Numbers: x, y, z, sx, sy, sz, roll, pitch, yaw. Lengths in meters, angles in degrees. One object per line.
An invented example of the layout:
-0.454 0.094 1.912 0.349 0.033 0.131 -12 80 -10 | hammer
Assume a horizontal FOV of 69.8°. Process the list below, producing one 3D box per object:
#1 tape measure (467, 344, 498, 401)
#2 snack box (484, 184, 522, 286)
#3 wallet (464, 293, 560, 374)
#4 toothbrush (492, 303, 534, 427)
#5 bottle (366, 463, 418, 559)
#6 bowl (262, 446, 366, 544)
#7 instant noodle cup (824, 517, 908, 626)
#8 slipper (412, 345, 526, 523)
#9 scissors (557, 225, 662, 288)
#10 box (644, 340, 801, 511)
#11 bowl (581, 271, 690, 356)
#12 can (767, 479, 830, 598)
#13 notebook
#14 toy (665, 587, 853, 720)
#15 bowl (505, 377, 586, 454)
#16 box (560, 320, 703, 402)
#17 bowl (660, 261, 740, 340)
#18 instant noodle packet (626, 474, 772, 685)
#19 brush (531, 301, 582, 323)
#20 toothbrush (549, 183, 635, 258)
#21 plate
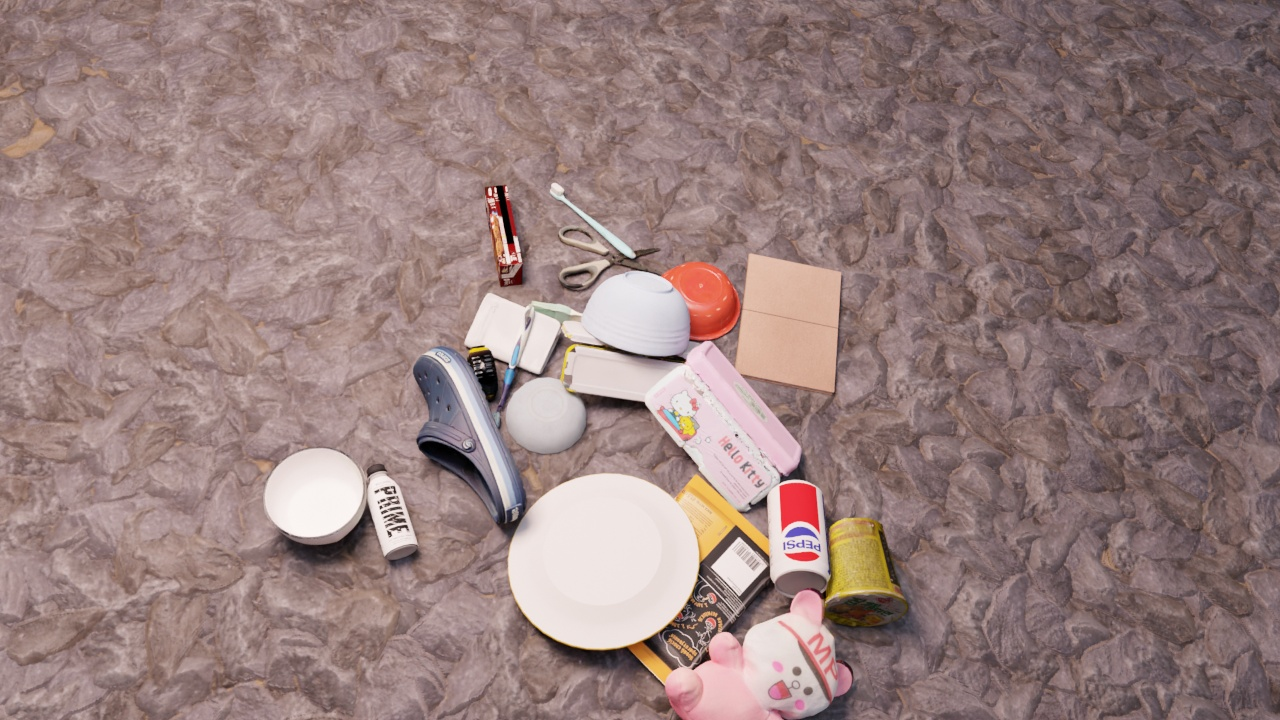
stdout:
-0.208 0.016 1.195 0.038 0.063 0.067 -9 63 -13 | tape measure
-0.196 -0.179 1.313 0.031 0.051 0.140 -8 62 -12 | snack box
-0.173 -0.034 1.249 0.116 0.032 0.086 25 71 4 | wallet
-0.170 0.010 1.209 0.016 0.017 0.188 16 72 -3 | toothbrush
-0.303 0.179 1.102 0.041 0.041 0.116 -18 64 -17 | bottle
-0.379 0.166 1.084 0.116 0.066 0.116 3 60 -6 | bowl
0.266 0.254 1.112 0.102 0.102 0.108 6 51 -4 | instant noodle cup
-0.224 0.091 1.125 0.095 0.105 0.252 -24 67 -20 | slipper
-0.056 -0.149 1.338 0.157 0.013 0.168 41 59 16 | scissors
0.106 0.085 1.189 0.201 0.103 0.100 49 21 -2 | box
0.001 -0.072 1.216 0.150 0.075 0.150 12 24 -6 | bowl
0.191 0.215 1.115 0.070 0.070 0.131 9 45 -3 | can
0.215 -0.056 1.325 0.141 0.008 0.208 11 60 -1 | notebook
0.137 0.359 1.033 0.212 0.084 0.142 -27 89 -16 | toy
-0.122 0.065 1.192 0.106 0.039 0.106 3 60 -6 | bowl
-0.007 0.006 1.232 0.210 0.080 0.084 9 101 -17 | box
0.083 -0.094 1.307 0.130 0.045 0.130 3 60 -6 | bowl
0.056 0.263 1.108 0.160 0.032 0.220 42 64 13 | instant noodle packet
-0.045 -0.052 1.275 0.217 0.033 0.012 11 60 -3 | brush
-0.071 -0.206 1.359 0.180 0.017 0.016 42 53 19 | toothbrush
-0.045 0.229 1.092 0.230 0.021 0.229 -2 52 2 | plate
